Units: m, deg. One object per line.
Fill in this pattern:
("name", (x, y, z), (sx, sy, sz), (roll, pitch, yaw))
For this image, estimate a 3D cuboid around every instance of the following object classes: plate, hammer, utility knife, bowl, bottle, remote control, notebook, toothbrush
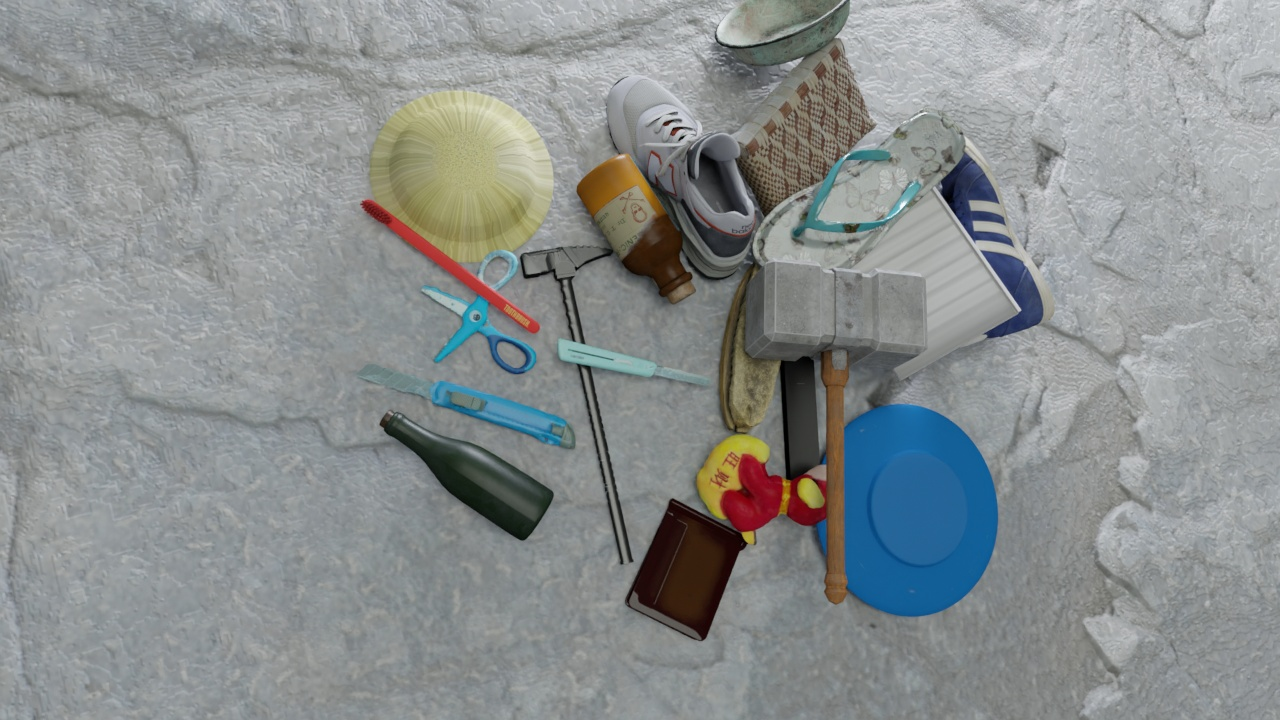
("plate", (0.290, 0.156, 0.970), (0.224, 0.024, 0.224), (3, 80, -17))
("hammer", (0.186, 0.069, 0.879), (0.162, 0.083, 0.317), (5, 76, -8))
("utility knife", (-0.166, 0.043, 0.893), (0.221, 0.015, 0.031), (17, 72, -9))
("bowl", (0.161, -0.366, 0.996), (0.157, 0.157, 0.038), (-42, 128, -17))
("utility knife", (-0.005, 0.005, 0.927), (0.166, 0.015, 0.022), (13, 76, -16))
("bottle", (0.003, -0.128, 0.937), (0.067, 0.068, 0.157), (-33, 89, -17))
("hammer", (-0.042, 0.041, 0.924), (0.095, 0.015, 0.324), (-11, 83, -16))
("bottle", (-0.167, 0.101, 0.861), (0.174, 0.055, 0.055), (34, 74, -4))
("plate", (-0.177, -0.192, 0.921), (0.184, 0.036, 0.184), (3, 79, -13))
("remote control", (0.169, 0.058, 0.972), (0.034, 0.013, 0.150), (1, 81, -14))
("notebook", (0.281, -0.103, 0.975), (0.142, 0.009, 0.209), (-30, 76, 3))
("toothbrush", (-0.186, -0.092, 0.898), (0.212, 0.018, 0.012), (37, 100, -2))

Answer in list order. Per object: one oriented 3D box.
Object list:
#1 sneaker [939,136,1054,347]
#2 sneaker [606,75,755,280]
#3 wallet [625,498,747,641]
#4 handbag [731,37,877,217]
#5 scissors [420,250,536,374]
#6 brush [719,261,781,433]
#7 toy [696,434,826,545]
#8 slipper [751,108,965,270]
("sneaker", (0.346, -0.124, 1.019), (0.118, 0.091, 0.233), (-25, 85, -6))
("sneaker", (0.052, -0.205, 0.934), (0.088, 0.124, 0.239), (-29, 88, -17))
("wallet", (0.048, 0.209, 0.914), (0.091, 0.018, 0.115), (28, 73, -7))
("handbag", (0.173, -0.243, 0.991), (0.185, 0.047, 0.124), (-48, 129, -17))
("scissors", (-0.152, -0.042, 0.912), (0.139, 0.011, 0.133), (42, 74, -5))
("brush", (0.120, -0.020, 0.958), (0.059, 0.043, 0.195), (14, 76, -11))
("toy", (0.124, 0.133, 0.921), (0.137, 0.067, 0.105), (14, 90, 2))
("slipper", (0.237, -0.170, 0.950), (0.268, 0.055, 0.098), (-35, 87, -9))
